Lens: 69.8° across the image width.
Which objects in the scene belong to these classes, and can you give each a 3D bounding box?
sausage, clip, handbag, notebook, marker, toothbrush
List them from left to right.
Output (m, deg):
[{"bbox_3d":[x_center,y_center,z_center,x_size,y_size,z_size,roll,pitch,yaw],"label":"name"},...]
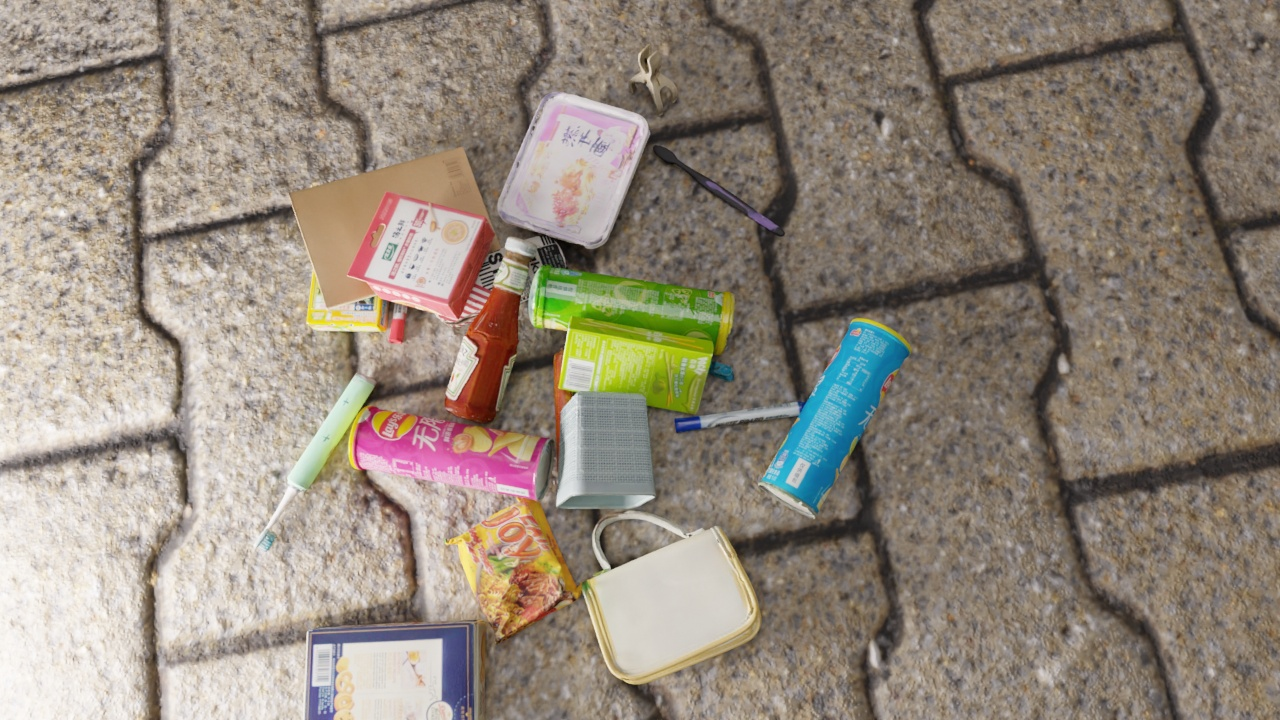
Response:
[{"bbox_3d":[-0.368,0.112,1.030,0.027,0.026,0.224,33,80,-11],"label":"toothbrush"},{"bbox_3d":[-0.283,-0.158,1.071,0.211,0.012,0.149,-19,79,-13],"label":"notebook"},{"bbox_3d":[-0.278,-0.091,1.080,0.017,0.017,0.145,3,76,5],"label":"marker"},{"bbox_3d":[-0.084,0.065,1.022,0.021,0.021,0.165,-4,76,3],"label":"sausage"},{"bbox_3d":[0.022,-0.326,1.082,0.035,0.102,0.094,-44,102,-9],"label":"clip"},{"bbox_3d":[0.024,0.231,0.960,0.163,0.063,0.178,-23,60,-2],"label":"handbag"},{"bbox_3d":[0.079,0.008,1.026,0.057,0.049,0.015,21,79,15],"label":"clip"},{"bbox_3d":[0.092,-0.200,1.083,0.189,0.016,0.014,36,92,9],"label":"toothbrush"},{"bbox_3d":[0.110,0.062,1.010,0.146,0.017,0.017,-8,75,2],"label":"marker"}]

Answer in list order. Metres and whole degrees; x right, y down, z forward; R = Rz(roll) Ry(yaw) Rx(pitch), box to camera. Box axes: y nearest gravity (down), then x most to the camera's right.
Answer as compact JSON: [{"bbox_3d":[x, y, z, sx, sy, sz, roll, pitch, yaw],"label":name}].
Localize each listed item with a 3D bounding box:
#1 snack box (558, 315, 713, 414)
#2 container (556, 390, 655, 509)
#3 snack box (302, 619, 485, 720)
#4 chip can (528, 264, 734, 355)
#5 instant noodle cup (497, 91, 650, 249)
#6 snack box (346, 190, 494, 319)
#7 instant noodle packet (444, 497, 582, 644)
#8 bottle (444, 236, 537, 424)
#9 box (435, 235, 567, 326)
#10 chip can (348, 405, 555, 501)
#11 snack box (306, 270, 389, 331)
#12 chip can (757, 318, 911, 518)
[{"bbox_3d":[-0.006,0.006,0.991,0.156,0.086,0.026,10,37,-2],"label":"snack box"},{"bbox_3d":[-0.039,0.095,0.969,0.090,0.090,0.111,3,72,-17],"label":"container"},{"bbox_3d":[-0.253,0.365,0.947,0.182,0.046,0.177,-3,76,4],"label":"snack box"},{"bbox_3d":[-0.012,-0.056,1.008,0.221,0.073,0.072,9,76,-1],"label":"chip can"},{"bbox_3d":[-0.075,-0.214,1.073,0.138,0.060,0.173,19,77,9],"label":"instant noodle cup"},{"bbox_3d":[-0.244,-0.118,1.028,0.127,0.044,0.113,16,73,12],"label":"snack box"},{"bbox_3d":[-0.134,0.218,0.977,0.110,0.044,0.128,-28,75,-7],"label":"instant noodle packet"},{"bbox_3d":[-0.160,-0.034,1.010,0.060,0.059,0.206,18,93,9],"label":"bottle"},{"bbox_3d":[-0.164,-0.093,1.051,0.164,0.060,0.072,-25,96,-4],"label":"box"},{"bbox_3d":[-0.202,0.100,0.994,0.210,0.071,0.071,9,76,8],"label":"chip can"},{"bbox_3d":[-0.339,-0.104,1.080,0.087,0.034,0.140,1,74,5],"label":"snack box"},{"bbox_3d":[0.207,0.060,0.976,0.071,0.071,0.210,30,81,11],"label":"chip can"}]
